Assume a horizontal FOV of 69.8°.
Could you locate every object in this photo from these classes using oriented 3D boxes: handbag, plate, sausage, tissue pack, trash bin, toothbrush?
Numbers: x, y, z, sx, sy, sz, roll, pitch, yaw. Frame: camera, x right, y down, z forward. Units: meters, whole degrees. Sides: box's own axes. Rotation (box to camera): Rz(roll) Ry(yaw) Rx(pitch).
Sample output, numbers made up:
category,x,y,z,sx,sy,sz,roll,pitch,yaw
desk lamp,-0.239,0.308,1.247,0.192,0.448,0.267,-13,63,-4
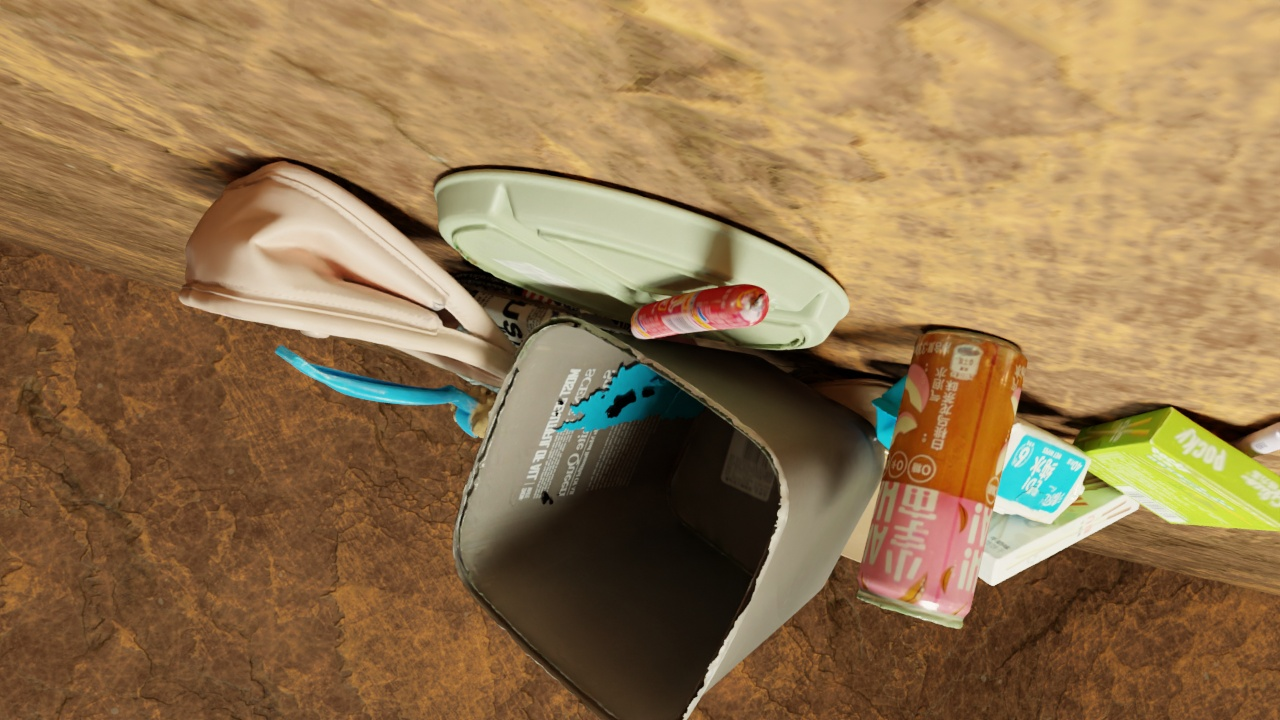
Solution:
category,x,y,z,sx,sy,sz,roll,pitch,yaw
handbag,-0.178,-0.035,0.623,0.234,0.093,0.194,27,169,-35
handbag,0.171,0.087,0.752,0.148,0.099,0.205,10,144,24
plate,-0.003,-0.046,0.498,0.230,0.027,0.230,16,173,2
sausage,0.022,-0.022,0.430,0.020,0.020,0.156,18,173,-18
tissue pack,0.226,0.060,0.612,0.140,0.063,0.090,20,-169,-39
trash bin,0.033,0.088,0.598,0.199,0.199,0.219,33,-160,29
toothbrush,0.353,0.054,0.544,0.029,0.021,0.189,57,-173,20

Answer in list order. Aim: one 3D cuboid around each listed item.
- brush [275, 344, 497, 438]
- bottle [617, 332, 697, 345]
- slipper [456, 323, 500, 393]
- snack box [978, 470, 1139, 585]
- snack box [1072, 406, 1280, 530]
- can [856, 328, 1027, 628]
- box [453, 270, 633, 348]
category,x,y,z,sx,sy,sz,roll,pitch,yaw
brush,-0.152,0.031,0.666,0.083,0.046,0.254,26,-179,37
bottle,-0.005,0.005,0.783,0.068,0.068,0.197,17,170,-17
slipper,-0.102,-0.009,0.779,0.245,0.074,0.104,35,157,5
snack box,0.278,0.104,0.667,0.156,0.027,0.085,-17,-148,-25
snack box,0.333,0.070,0.576,0.086,0.026,0.156,35,178,13
can,0.158,0.060,0.482,0.058,0.147,0.058,15,174,2
box,-0.072,-0.042,0.665,0.164,0.076,0.075,17,157,38
